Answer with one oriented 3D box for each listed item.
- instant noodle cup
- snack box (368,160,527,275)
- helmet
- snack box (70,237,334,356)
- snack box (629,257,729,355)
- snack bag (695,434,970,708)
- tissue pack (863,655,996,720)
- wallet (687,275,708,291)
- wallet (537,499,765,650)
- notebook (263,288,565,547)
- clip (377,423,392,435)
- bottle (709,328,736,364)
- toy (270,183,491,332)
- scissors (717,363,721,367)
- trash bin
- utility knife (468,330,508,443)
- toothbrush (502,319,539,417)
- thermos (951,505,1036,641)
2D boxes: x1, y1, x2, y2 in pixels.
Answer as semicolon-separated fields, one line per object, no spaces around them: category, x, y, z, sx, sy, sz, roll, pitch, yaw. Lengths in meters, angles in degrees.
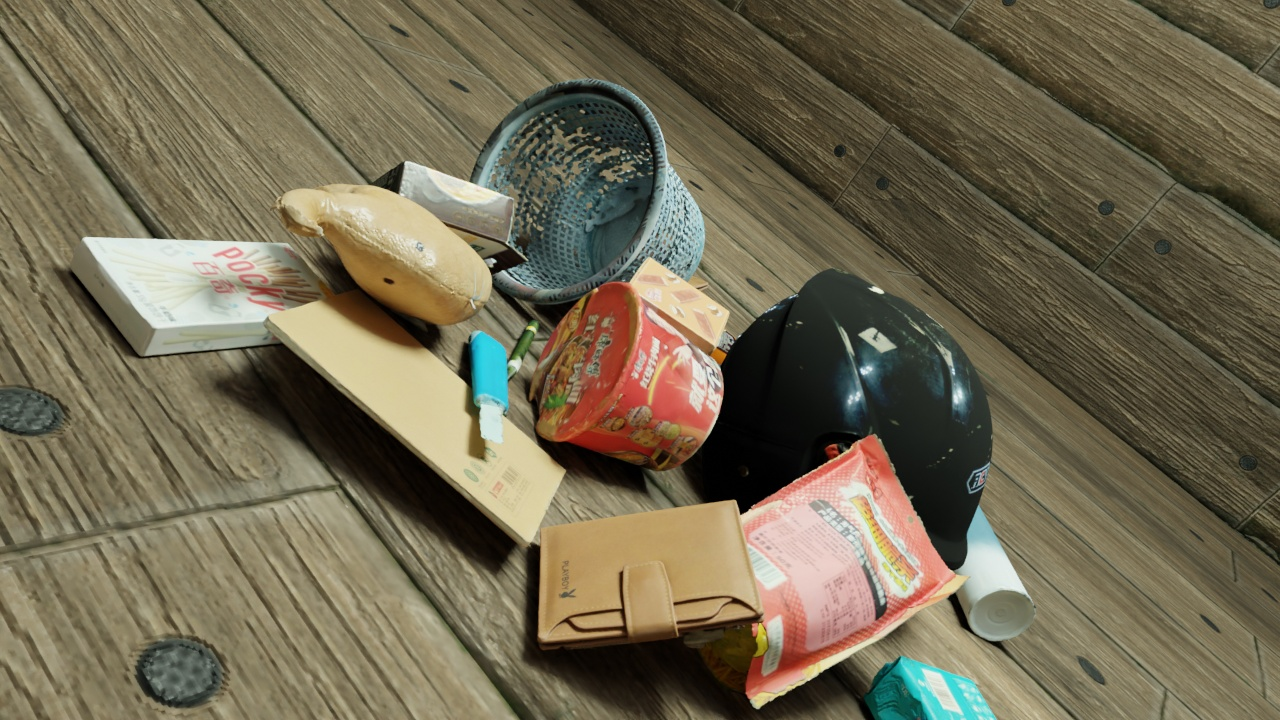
instant noodle cup;-0.006;0.020;0.744;0.108;0.138;0.137;29;22;-31
snack box;-0.175;-0.119;0.807;0.125;0.053;0.113;15;-13;-34
helmet;0.193;0.055;0.817;0.275;0.230;0.233;35;21;29
snack box;-0.278;-0.045;0.609;0.084;0.027;0.156;44;24;17
snack box;0.014;-0.023;0.845;0.094;0.093;0.076;34;32;-3
snack bag;0.127;0.142;0.636;0.207;0.073;0.128;-21;72;-33
tissue pack;0.222;0.278;0.645;0.093;0.050;0.133;25;24;-30
wallet;0.030;-0.111;1.183;0.101;0.020;0.115;26;16;12
wallet;0.003;0.131;0.562;0.132;0.031;0.107;-8;29;1
notebook;-0.140;0.030;0.619;0.207;0.008;0.147;41;11;-4
clip;-0.178;0.025;0.623;0.056;0.026;0.024;38;15;31
bottle;0.078;-0.015;1.031;0.149;0.067;0.066;27;22;-39
toy;-0.178;-0.077;0.662;0.143;0.082;0.226;24;-5;2
scissors;0.121;0.027;1.021;0.234;0.161;0.021;75;-6;-69
trash bin;-0.035;-0.147;0.964;0.226;0.227;0.195;47;12;27
utility knife;-0.113;0.019;0.686;0.034;0.018;0.203;33;10;-19
toothbrush;-0.105;0.004;0.783;0.017;0.012;0.185;37;21;-12
thermos;0.350;0.201;0.976;0.070;0.070;0.220;31;22;-11
